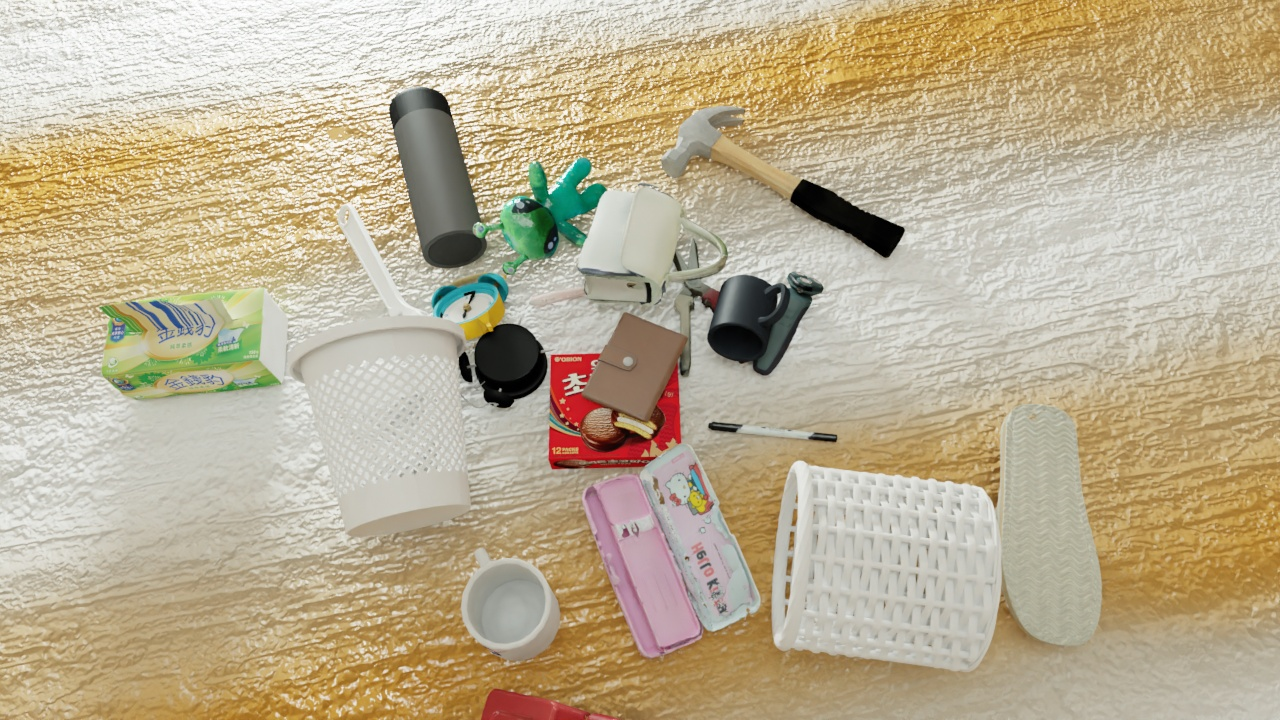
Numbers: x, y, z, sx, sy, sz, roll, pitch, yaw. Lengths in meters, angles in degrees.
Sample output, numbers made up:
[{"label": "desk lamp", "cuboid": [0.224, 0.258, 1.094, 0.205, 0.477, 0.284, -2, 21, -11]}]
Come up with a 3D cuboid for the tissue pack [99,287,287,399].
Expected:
[{"label": "tissue pack", "cuboid": [-0.540, -0.034, 1.089, 0.197, 0.141, 0.120, -12, 65, -4]}]

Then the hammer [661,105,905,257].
[{"label": "hammer", "cuboid": [0.194, -0.233, 1.215, 0.328, 0.039, 0.131, 32, 69, 15]}]

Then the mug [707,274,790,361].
[{"label": "mug", "cuboid": [0.133, -0.055, 1.084, 0.071, 0.105, 0.077, 37, 51, -25]}]

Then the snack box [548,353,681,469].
[{"label": "snack box", "cuboid": [-0.030, 0.058, 1.087, 0.152, 0.036, 0.132, -2, 65, 1]}]

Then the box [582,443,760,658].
[{"label": "box", "cuboid": [0.031, 0.208, 1.004, 0.153, 0.066, 0.201, -24, 66, 2]}]

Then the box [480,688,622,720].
[{"label": "box", "cuboid": [-0.085, 0.418, 0.898, 0.171, 0.156, 0.156, 1, 62, 33]}]

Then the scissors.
[{"label": "scissors", "cuboid": [0.076, -0.062, 1.151, 0.185, 0.015, 0.179, 28, 69, 14]}]

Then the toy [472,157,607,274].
[{"label": "toy", "cuboid": [-0.121, -0.188, 1.180, 0.192, 0.073, 0.130, -43, 110, -30]}]

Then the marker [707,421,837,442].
[{"label": "marker", "cuboid": [0.156, 0.084, 1.082, 0.152, 0.011, 0.011, 5, 65, 4]}]

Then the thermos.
[{"label": "thermos", "cuboid": [-0.269, -0.243, 1.210, 0.082, 0.082, 0.240, -16, 66, -6]}]

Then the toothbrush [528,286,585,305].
[{"label": "toothbrush", "cuboid": [-0.054, -0.095, 1.170, 0.181, 0.018, 0.015, -13, 63, -3]}]

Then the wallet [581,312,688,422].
[{"label": "wallet", "cuboid": [-0.006, 0.006, 1.081, 0.087, 0.013, 0.120, 22, 68, 12]}]

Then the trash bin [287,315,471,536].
[{"label": "trash bin", "cuboid": [-0.272, 0.080, 1.014, 0.195, 0.196, 0.199, -13, 75, -4]}]

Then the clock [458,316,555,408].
[{"label": "clock", "cuboid": [-0.168, 0.008, 1.111, 0.120, 0.043, 0.091, -41, 70, -16]}]

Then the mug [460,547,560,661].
[{"label": "mug", "cuboid": [-0.142, 0.251, 0.971, 0.091, 0.090, 0.121, -29, 67, -11]}]

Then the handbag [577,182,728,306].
[{"label": "handbag", "cuboid": [0.021, -0.143, 1.137, 0.176, 0.074, 0.151, 8, 56, 14]}]

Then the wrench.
[{"label": "wrench", "cuboid": [-0.330, -0.106, 1.162, 0.066, 0.018, 0.273, -50, 58, 24]}]

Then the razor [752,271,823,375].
[{"label": "razor", "cuboid": [0.177, -0.045, 1.126, 0.047, 0.052, 0.142, 26, 78, 11]}]

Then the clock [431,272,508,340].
[{"label": "clock", "cuboid": [-0.211, -0.068, 1.133, 0.099, 0.044, 0.129, -16, 37, 4]}]

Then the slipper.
[{"label": "slipper", "cuboid": [0.443, 0.177, 1.007, 0.115, 0.052, 0.262, 4, 69, 1]}]

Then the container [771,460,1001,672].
[{"label": "container", "cuboid": [0.238, 0.206, 0.925, 0.187, 0.189, 0.189, 7, 65, 4]}]
